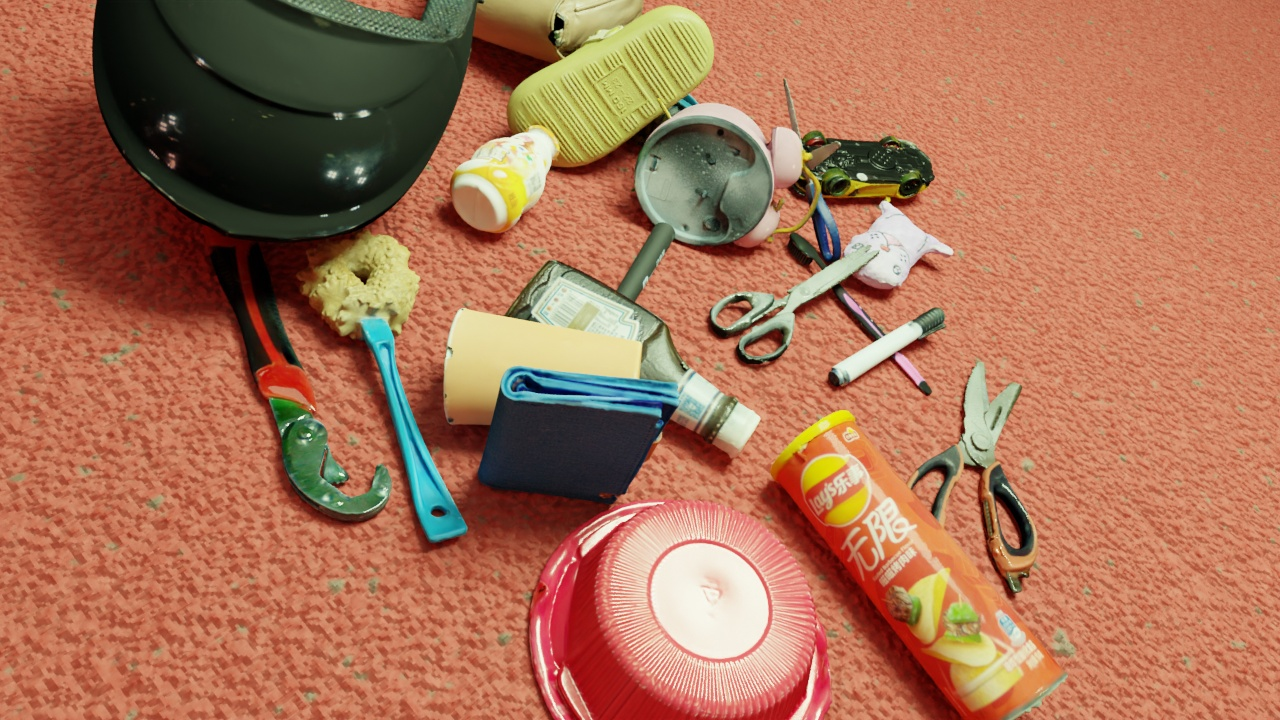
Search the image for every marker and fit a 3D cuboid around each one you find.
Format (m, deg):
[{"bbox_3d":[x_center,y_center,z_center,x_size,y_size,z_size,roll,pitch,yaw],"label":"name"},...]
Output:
[{"bbox_3d":[-0.004,-0.069,0.749,0.022,0.020,0.131,36,49,-8],"label":"marker"},{"bbox_3d":[0.207,-0.011,0.762,0.130,0.018,0.022,-29,79,-26],"label":"marker"}]

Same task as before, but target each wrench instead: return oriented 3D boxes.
[{"bbox_3d":[-0.243,-0.004,0.620,0.056,0.016,0.273,-18,60,-32],"label":"wrench"}]

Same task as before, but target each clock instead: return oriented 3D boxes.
[{"bbox_3d":[0.075,-0.156,0.785,0.158,0.117,0.059,21,37,1],"label":"clock"}]

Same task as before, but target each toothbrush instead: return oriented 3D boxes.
[{"bbox_3d":[0.187,-0.041,0.796,0.014,0.018,0.189,-23,66,-31],"label":"toothbrush"}]

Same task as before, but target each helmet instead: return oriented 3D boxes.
[{"bbox_3d":[-0.251,-0.199,0.640,0.233,0.230,0.275,19,5,-23],"label":"helmet"}]

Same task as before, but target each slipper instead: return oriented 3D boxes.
[{"bbox_3d":[-0.025,-0.242,0.801,0.191,0.091,0.081,-26,30,16],"label":"slipper"}]

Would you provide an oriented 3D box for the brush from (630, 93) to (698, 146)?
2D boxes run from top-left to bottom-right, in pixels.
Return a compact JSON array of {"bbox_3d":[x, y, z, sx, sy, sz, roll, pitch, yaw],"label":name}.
[{"bbox_3d":[0.014,-0.238,0.868,0.144,0.055,0.073,37,51,13],"label":"brush"}]

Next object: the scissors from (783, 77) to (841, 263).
[{"bbox_3d":[0.145,-0.162,0.808,0.012,0.173,0.162,-24,96,-10],"label":"scissors"}]

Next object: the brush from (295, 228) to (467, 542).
[{"bbox_3d":[-0.169,0.010,0.624,0.083,0.046,0.254,-10,60,-30],"label":"brush"}]

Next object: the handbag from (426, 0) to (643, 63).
[{"bbox_3d":[-0.101,-0.345,0.884,0.204,0.100,0.147,26,44,22],"label":"handbag"}]

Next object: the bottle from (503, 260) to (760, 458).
[{"bbox_3d":[-0.004,0.004,0.668,0.195,0.044,0.079,32,70,8],"label":"bottle"}]

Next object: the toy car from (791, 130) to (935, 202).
[{"bbox_3d":[0.217,-0.187,0.902,0.155,0.041,0.071,-4,54,-19],"label":"toy car"}]

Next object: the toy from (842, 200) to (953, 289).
[{"bbox_3d":[0.228,-0.099,0.836,0.084,0.039,0.107,39,50,17],"label":"toy"}]

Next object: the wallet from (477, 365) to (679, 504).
[{"bbox_3d":[-0.041,0.047,0.566,0.106,0.133,0.040,7,60,-12],"label":"wallet"}]

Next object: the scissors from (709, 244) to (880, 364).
[{"bbox_3d":[0.130,-0.062,0.770,0.137,0.014,0.174,17,59,5],"label":"scissors"}]

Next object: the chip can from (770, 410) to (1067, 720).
[{"bbox_3d":[0.177,0.136,0.608,0.073,0.073,0.216,-20,62,-31],"label":"chip can"}]

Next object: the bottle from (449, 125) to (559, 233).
[{"bbox_3d":[-0.108,-0.153,0.755,0.063,0.063,0.108,29,49,6],"label":"bottle"}]

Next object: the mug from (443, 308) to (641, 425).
[{"bbox_3d":[-0.062,0.010,0.611,0.123,0.078,0.078,6,50,2],"label":"mug"}]

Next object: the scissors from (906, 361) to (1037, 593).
[{"bbox_3d":[0.267,0.084,0.717,0.195,0.015,0.215,-7,54,-23],"label":"scissors"}]

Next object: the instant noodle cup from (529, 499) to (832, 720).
[{"bbox_3d":[0.034,0.155,0.550,0.193,0.066,0.193,10,49,-12],"label":"instant noodle cup"}]
